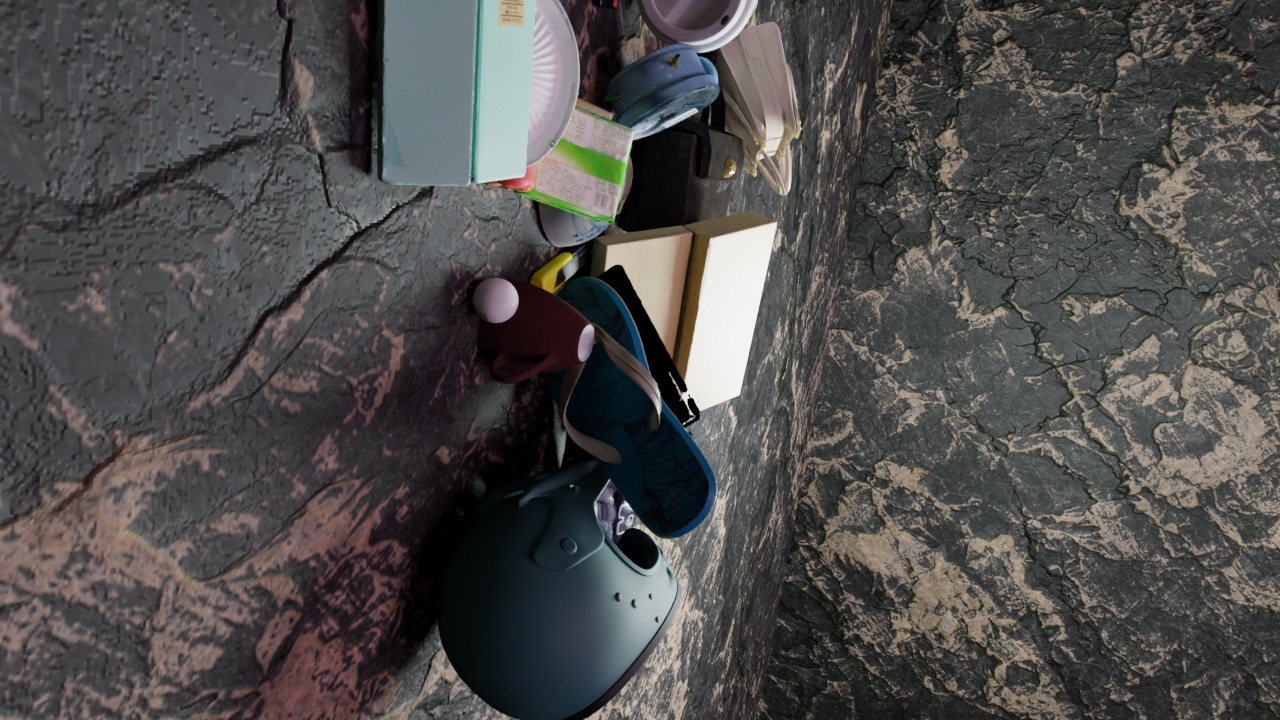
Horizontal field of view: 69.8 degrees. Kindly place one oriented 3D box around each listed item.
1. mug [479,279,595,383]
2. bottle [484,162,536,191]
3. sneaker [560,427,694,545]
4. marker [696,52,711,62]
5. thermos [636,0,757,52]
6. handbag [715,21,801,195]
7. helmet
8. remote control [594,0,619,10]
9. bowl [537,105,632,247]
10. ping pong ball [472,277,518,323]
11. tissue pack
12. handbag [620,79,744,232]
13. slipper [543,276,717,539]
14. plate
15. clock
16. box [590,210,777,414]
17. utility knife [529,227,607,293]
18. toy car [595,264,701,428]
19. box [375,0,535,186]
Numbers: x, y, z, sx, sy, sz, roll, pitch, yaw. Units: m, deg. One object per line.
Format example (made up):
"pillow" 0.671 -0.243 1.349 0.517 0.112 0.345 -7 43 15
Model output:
"mug" -0.096 -0.016 0.854 0.087 0.088 0.113 84 26 -43
"bottle" -0.102 -0.211 0.772 0.071 0.048 0.134 -1 103 -67
"sneaker" -0.007 0.119 1.075 0.150 0.097 0.253 -8 118 -29
"marker" 0.068 -0.393 1.186 0.133 0.015 0.018 -20 93 -68
"thermos" 0.080 -0.423 1.053 0.221 0.131 0.132 -51 149 -66
"handbag" 0.164 -0.316 1.222 0.194 0.101 0.198 32 41 -87
"helmet" -0.079 0.202 0.889 0.200 0.177 0.273 55 42 -6
"remote control" -0.024 -0.420 0.902 0.045 0.021 0.141 -33 137 -62
"bowl" -0.046 -0.185 0.935 0.150 0.057 0.150 13 89 -71
"ping pong ball" -0.128 -0.053 0.812 0.040 0.040 0.040 14 89 -71
"tissue pack" -0.060 -0.188 0.855 0.114 0.034 0.099 15 89 -32
"handbag" 0.071 -0.253 1.150 0.197 0.102 0.199 -24 125 -67
"slipper" -0.030 0.039 0.877 0.118 0.294 0.060 -43 150 19
"plate" -0.111 -0.225 0.709 0.156 0.014 0.157 -17 115 -40
"clock" 0.026 -0.286 0.989 0.060 0.118 0.161 65 16 -1
"box" 0.040 -0.044 1.103 0.252 0.068 0.247 -12 124 -32
"utility knife" -0.070 -0.109 0.976 0.172 0.020 0.029 -52 150 -53
"toy car" -0.006 0.006 0.956 0.191 0.094 0.071 62 16 22
"box" -0.124 -0.220 0.654 0.138 0.052 0.187 -12 117 -37
